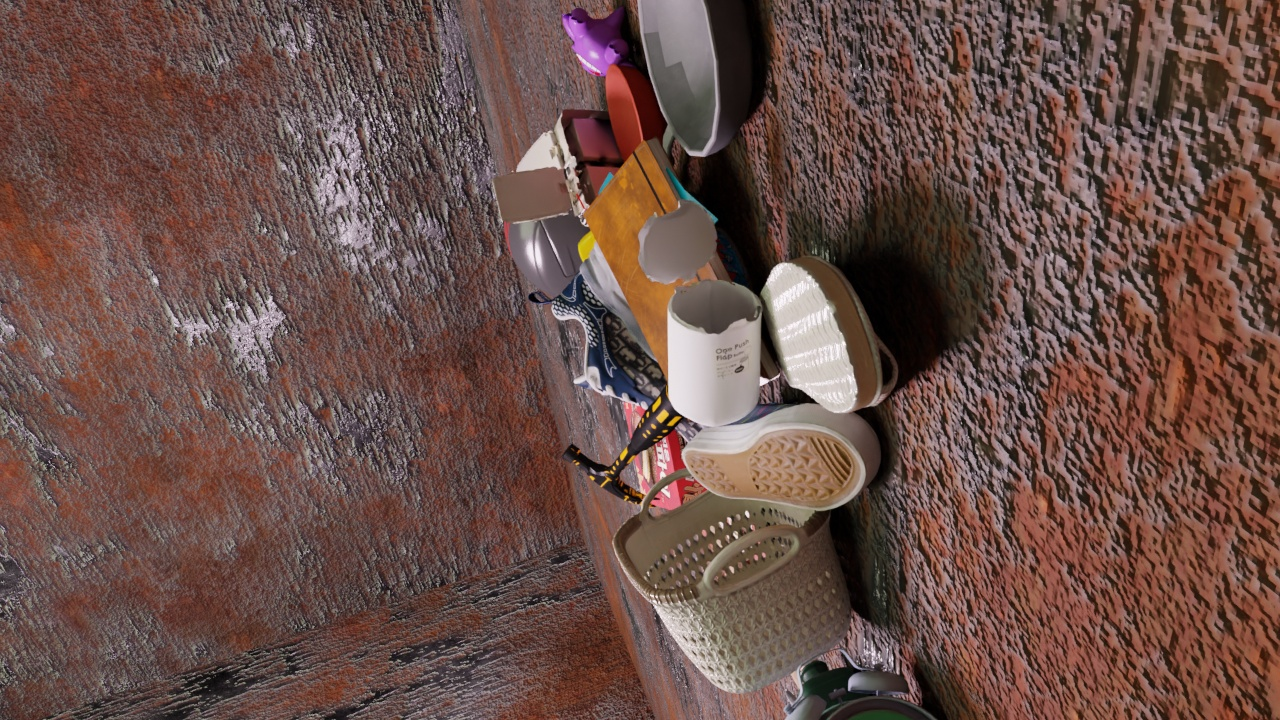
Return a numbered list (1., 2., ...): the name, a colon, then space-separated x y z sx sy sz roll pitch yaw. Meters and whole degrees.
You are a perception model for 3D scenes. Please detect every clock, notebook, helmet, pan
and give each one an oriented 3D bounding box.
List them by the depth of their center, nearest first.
1. clock: 0.173 0.302 0.700 0.075 0.121 0.161 97 150 -68
2. pan: 0.037 -0.226 0.811 0.358 0.041 0.178 106 146 -71
3. notebook: 0.029 -0.076 0.840 0.249 0.014 0.179 63 152 4
4. helmet: -0.092 -0.178 1.192 0.265 0.169 0.164 87 163 -53

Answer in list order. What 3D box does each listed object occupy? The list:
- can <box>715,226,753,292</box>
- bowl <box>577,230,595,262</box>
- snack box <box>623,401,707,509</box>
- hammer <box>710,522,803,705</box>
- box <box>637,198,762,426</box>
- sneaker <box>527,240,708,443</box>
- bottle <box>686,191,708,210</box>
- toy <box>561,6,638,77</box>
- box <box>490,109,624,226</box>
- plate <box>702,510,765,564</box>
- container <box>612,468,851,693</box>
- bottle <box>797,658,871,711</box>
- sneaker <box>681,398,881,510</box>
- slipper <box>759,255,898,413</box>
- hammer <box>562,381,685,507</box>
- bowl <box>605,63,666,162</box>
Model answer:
1. can: 0.068 -0.061 0.892 0.130 0.044 0.130 163 91 -79
2. bowl: -0.008 -0.121 1.074 0.117 0.068 0.117 37 -153 -23
3. snack box: 0.027 0.095 1.086 0.133 0.035 0.152 172 86 -71
4. hammer: 0.123 0.263 1.047 0.331 0.030 0.119 58 164 26
5. box: 0.049 -0.036 0.735 0.112 0.084 0.163 -124 24 -47
6. sneaker: -0.006 0.006 0.980 0.269 0.132 0.103 56 -164 2
7. bottle: 0.042 -0.138 0.931 0.110 0.036 0.036 129 123 -77
8. toy: -0.042 -0.342 0.996 0.106 0.055 0.088 38 160 1
9. box: -0.076 -0.202 1.040 0.095 0.185 0.145 100 158 -66
10. plate: 0.092 0.151 1.090 0.229 0.021 0.230 54 158 34
11. container: 0.086 0.193 0.858 0.143 0.184 0.246 65 172 -10
12. bottle: 0.184 0.327 0.849 0.131 0.061 0.061 -123 17 -56
13. sneaker: 0.123 0.067 0.759 0.087 0.079 0.236 50 155 -10
14. slipper: 0.130 -0.017 0.642 0.263 0.052 0.115 -122 12 -89
15. hammer: 0.002 0.088 0.964 0.123 0.036 0.321 34 152 -1
16. bowl: -0.001 -0.256 0.973 0.122 0.035 0.122 162 91 -79
